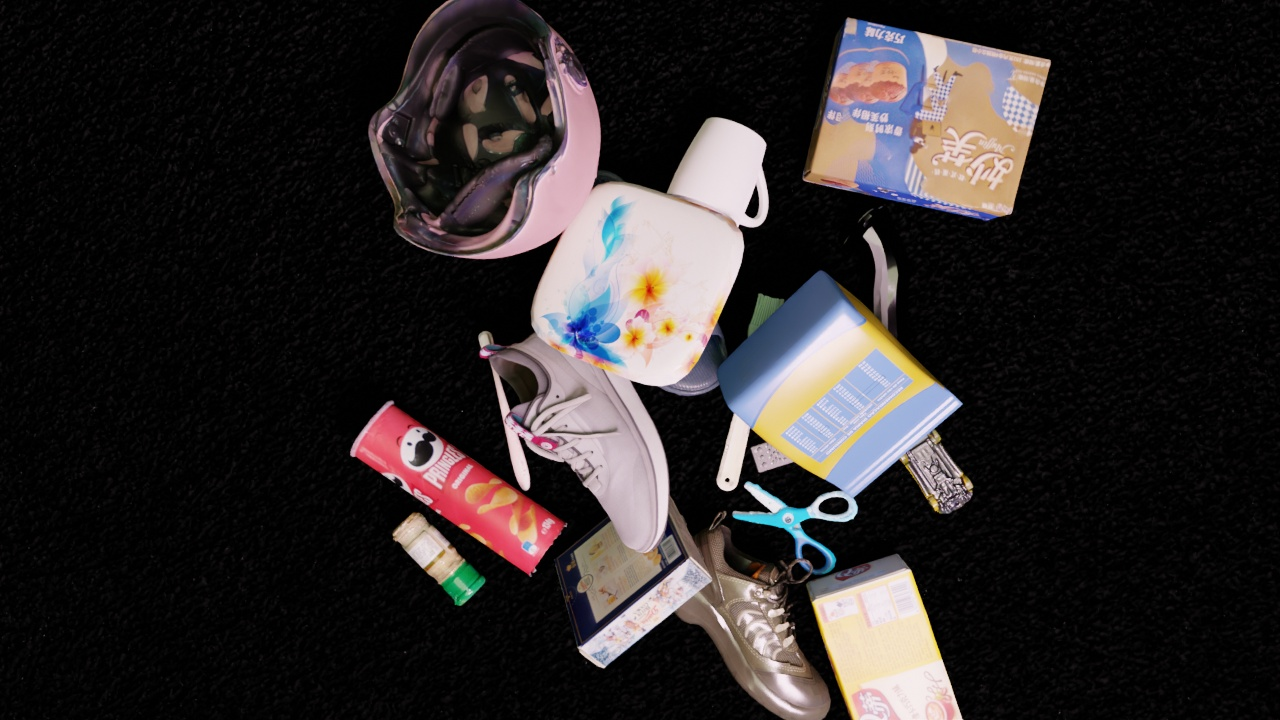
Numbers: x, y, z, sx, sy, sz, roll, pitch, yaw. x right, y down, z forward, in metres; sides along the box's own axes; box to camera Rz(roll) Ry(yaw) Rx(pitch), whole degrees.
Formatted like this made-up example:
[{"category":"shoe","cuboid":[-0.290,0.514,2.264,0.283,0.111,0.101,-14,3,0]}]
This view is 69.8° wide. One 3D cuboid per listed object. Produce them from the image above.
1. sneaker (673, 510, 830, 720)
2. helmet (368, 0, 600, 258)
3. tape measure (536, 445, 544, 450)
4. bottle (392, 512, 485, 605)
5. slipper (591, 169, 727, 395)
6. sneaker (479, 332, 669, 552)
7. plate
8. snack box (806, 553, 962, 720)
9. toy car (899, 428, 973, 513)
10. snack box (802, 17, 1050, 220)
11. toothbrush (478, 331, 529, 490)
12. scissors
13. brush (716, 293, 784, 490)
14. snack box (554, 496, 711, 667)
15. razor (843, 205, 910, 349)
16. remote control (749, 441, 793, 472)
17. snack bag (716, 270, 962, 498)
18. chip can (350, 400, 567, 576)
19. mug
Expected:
[{"category":"sneaker","cuboid":[0.136,0.255,0.963,0.238,0.101,0.143,45,102,5]},{"category":"helmet","cuboid":[-0.134,-0.222,0.900,0.231,0.152,0.255,-23,75,30]},{"category":"tape measure","cuboid":[-0.098,0.058,0.990,0.065,0.037,0.064,-28,93,5]},{"category":"bottle","cuboid":[-0.223,0.217,1.009,0.043,0.043,0.111,-44,90,6]},{"category":"slipper","cuboid":[0.005,-0.082,0.939,0.101,0.082,0.263,-30,89,-11]},{"category":"sneaker","cuboid":[-0.063,0.075,0.912,0.128,0.097,0.263,-16,72,-30]},{"category":"plate","cuboid":[-0.007,-0.081,0.895,0.187,0.016,0.187,22,83,19]},{"category":"snack box","cuboid":[0.266,0.336,0.980,0.110,0.061,0.230,-19,93,5]},{"category":"toy car","cuboid":[0.309,0.113,0.974,0.049,0.030,0.107,-33,90,7]},{"category":"snack box","cuboid":[0.283,-0.240,0.926,0.203,0.069,0.155,13,96,2]},{"category":"toothbrush","cuboid":[-0.148,0.056,1.003,0.016,0.018,0.181,-14,95,5]},{"category":"scissors","cuboid":[0.163,0.184,0.999,0.140,0.013,0.114,3,97,1]},{"category":"brush","cuboid":[0.116,0.037,0.989,0.033,0.012,0.218,13,97,2]},{"category":"snack box","cuboid":[-0.012,0.215,0.946,0.145,0.144,0.042,-41,119,6]},{"category":"razor","cuboid":[0.255,-0.079,0.953,0.060,0.057,0.156,-17,94,36]},{"category":"remote control","cuboid":[0.189,0.086,0.989,0.140,0.009,0.030,-18,94,5]},{"category":"snack bag","cuboid":[0.203,0.035,0.923,0.205,0.102,0.159,39,107,-21]},{"category":"chip can","cuboid":[-0.194,0.138,0.986,0.233,0.073,0.073,35,96,-1]},{"category":"mug","cuboid":[0.093,-0.186,0.945,0.114,0.081,0.087,25,87,-31]}]
